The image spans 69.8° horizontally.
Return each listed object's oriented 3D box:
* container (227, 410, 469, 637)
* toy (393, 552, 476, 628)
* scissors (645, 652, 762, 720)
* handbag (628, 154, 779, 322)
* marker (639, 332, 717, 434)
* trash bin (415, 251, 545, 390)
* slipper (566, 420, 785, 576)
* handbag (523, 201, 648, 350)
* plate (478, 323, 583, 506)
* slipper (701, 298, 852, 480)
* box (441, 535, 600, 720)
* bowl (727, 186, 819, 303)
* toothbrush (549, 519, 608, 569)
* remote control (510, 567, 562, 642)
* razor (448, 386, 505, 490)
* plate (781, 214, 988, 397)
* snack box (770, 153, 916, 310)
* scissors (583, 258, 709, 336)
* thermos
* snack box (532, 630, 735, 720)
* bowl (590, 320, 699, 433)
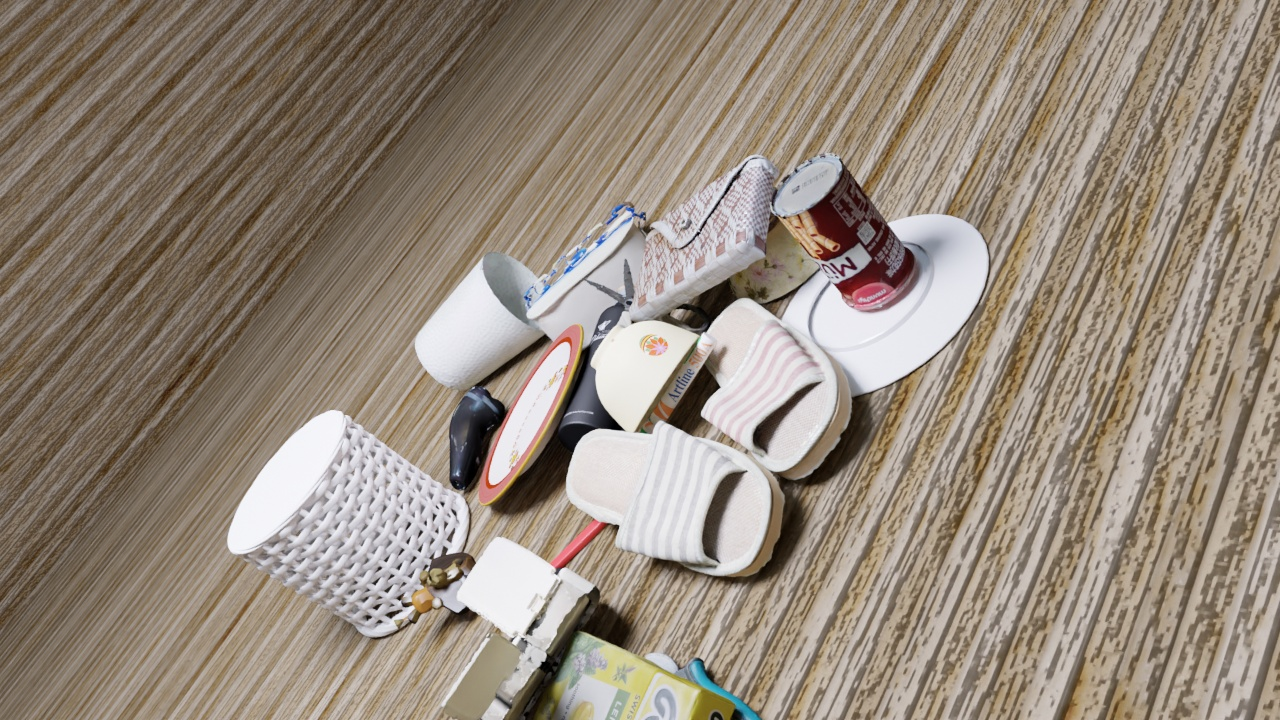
[{"bbox_3d":[-0.325,0.183,1.036,0.190,0.187,0.189,-33,31,23],"label":"container"},{"bbox_3d":[-0.208,0.238,0.937,0.100,0.063,0.076,-32,45,-11],"label":"toy"},{"bbox_3d":[0.040,0.247,0.647,0.136,0.019,0.138,-32,38,34],"label":"scissors"},{"bbox_3d":[0.057,-0.121,0.930,0.186,0.047,0.123,-29,41,45],"label":"handbag"},{"bbox_3d":[0.029,0.037,0.884,0.146,0.017,0.017,-58,26,16],"label":"marker"},{"bbox_3d":[-0.216,-0.046,1.250,0.162,0.133,0.133,-39,29,24],"label":"trash bin"},{"bbox_3d":[0.012,0.111,0.789,0.273,0.054,0.114,12,77,54],"label":"slipper"},{"bbox_3d":[-0.062,-0.118,1.174,0.201,0.093,0.199,-41,22,11],"label":"handbag"},{"bbox_3d":[-0.118,0.063,1.039,0.230,0.021,0.229,-53,17,24],"label":"plate"},{"bbox_3d":[0.101,0.012,0.813,0.115,0.052,0.262,-51,25,12],"label":"slipper"},{"bbox_3d":[-0.114,0.208,0.716,0.143,0.099,0.184,-56,-13,-20],"label":"box"},{"bbox_3d":[0.134,-0.132,0.945,0.145,0.063,0.145,-35,29,22],"label":"bowl"},{"bbox_3d":[-0.055,0.165,0.876,0.212,0.018,0.012,-45,29,4],"label":"toothbrush"},{"bbox_3d":[-0.105,0.254,0.839,0.030,0.009,0.139,5,57,55],"label":"remote control"},{"bbox_3d":[-0.205,0.097,1.136,0.064,0.053,0.140,-3,48,7],"label":"razor"},{"bbox_3d":[0.203,-0.055,0.809,0.209,0.015,0.208,-33,31,23],"label":"plate"},{"bbox_3d":[0.171,-0.107,0.772,0.072,0.121,0.072,-32,32,24],"label":"snack box"},{"bbox_3d":[-0.003,-0.050,0.994,0.171,0.013,0.157,11,51,19],"label":"scissors"},{"bbox_3d":[-0.029,-0.003,1.006,0.061,0.061,0.230,-22,37,38],"label":"thermos"},{"bbox_3d":[-0.022,0.269,0.653,0.181,0.045,0.121,1,63,57],"label":"snack box"},{"bbox_3d":[-0.005,0.005,0.895,0.118,0.074,0.118,-55,-5,-8],"label":"bowl"}]
